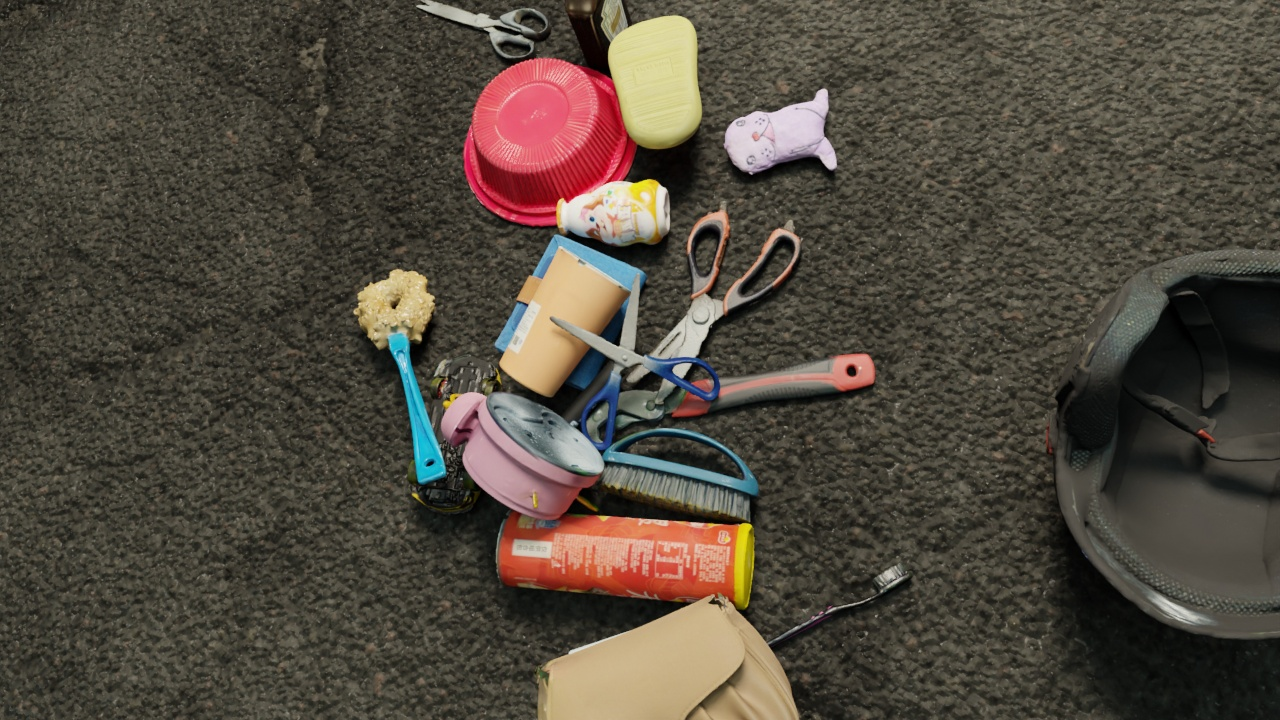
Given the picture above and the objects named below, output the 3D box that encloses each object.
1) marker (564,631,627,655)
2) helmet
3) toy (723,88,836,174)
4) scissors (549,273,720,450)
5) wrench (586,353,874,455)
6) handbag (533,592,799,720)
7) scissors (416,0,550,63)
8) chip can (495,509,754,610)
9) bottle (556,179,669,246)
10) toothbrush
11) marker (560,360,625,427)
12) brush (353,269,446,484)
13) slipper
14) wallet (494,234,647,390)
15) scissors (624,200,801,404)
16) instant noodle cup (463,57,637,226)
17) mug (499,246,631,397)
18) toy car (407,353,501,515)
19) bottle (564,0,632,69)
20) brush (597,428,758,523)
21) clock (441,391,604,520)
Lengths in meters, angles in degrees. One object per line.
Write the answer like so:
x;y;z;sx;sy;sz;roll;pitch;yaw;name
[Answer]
-0.003;0.243;0.795;0.131;0.018;0.022;-21;79;4;marker
0.421;0.060;0.656;0.234;0.230;0.274;22;87;27;helmet
0.137;-0.217;0.905;0.108;0.039;0.083;-9;79;7;toy
-0.005;0.006;0.817;0.162;0.012;0.173;7;111;-9;scissors
0.078;0.034;0.847;0.273;0.016;0.056;-14;74;7;wrench
0.018;0.282;0.722;0.204;0.099;0.148;-23;94;4;handbag
-0.177;-0.392;1.044;0.137;0.014;0.174;-30;66;2;scissors
-0.013;0.170;0.792;0.217;0.073;0.073;2;72;12;chip can
-0.027;-0.144;0.902;0.108;0.063;0.063;-1;72;11;bottle
0.142;0.220;0.775;0.189;0.014;0.017;-27;59;2;toothbrush
-0.065;0.053;0.860;0.132;0.020;0.022;-47;69;4;marker
-0.220;0.010;0.874;0.083;0.046;0.254;-19;55;-6;brush
0.019;-0.267;0.923;0.092;0.082;0.190;-8;53;5;slipper
-0.068;-0.048;0.894;0.106;0.040;0.133;25;79;13;wallet
0.064;-0.062;0.876;0.196;0.015;0.215;-12;68;5;scissors
-0.101;-0.239;0.948;0.194;0.066;0.193;-3;72;10;instant noodle cup
-0.073;-0.032;0.835;0.078;0.078;0.123;34;94;20;mug
-0.172;0.068;0.874;0.071;0.041;0.155;2;66;13;toy car
-0.051;-0.373;0.911;0.044;0.195;0.079;11;74;15;bottle
0.035;0.098;0.814;0.144;0.055;0.073;10;75;15;brush
-0.107;0.073;0.796;0.158;0.117;0.060;42;104;31;clock
